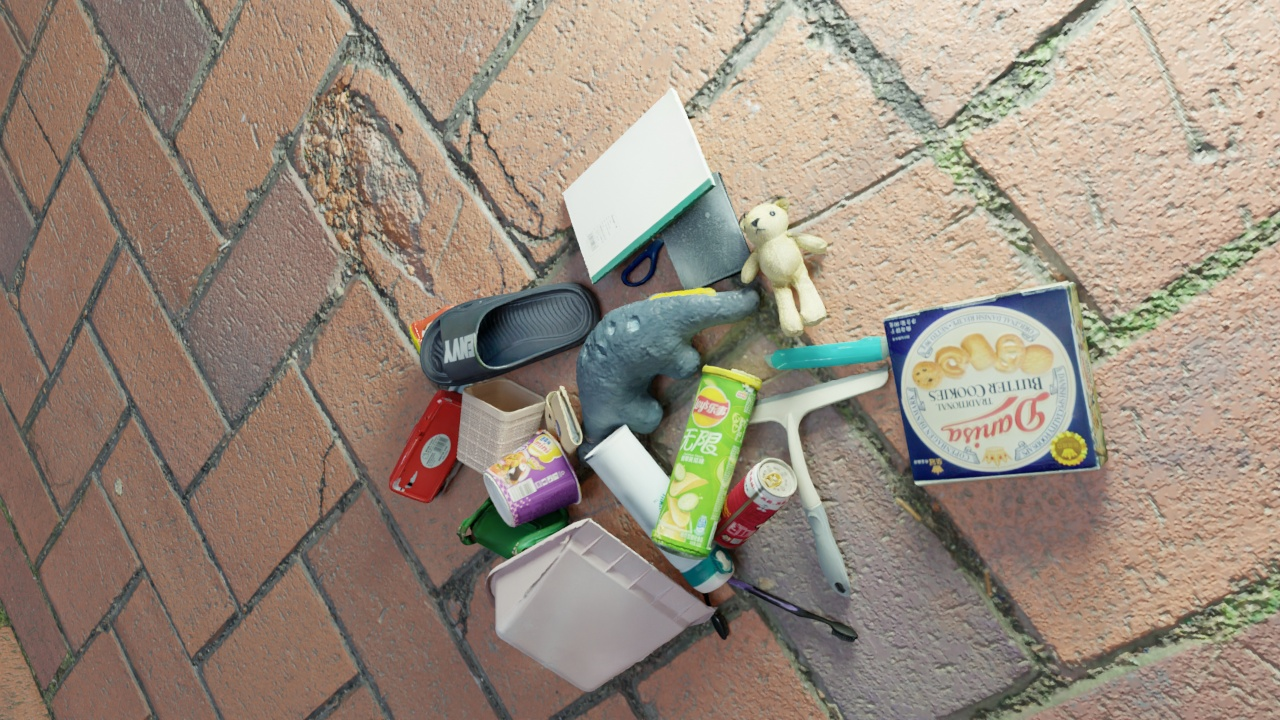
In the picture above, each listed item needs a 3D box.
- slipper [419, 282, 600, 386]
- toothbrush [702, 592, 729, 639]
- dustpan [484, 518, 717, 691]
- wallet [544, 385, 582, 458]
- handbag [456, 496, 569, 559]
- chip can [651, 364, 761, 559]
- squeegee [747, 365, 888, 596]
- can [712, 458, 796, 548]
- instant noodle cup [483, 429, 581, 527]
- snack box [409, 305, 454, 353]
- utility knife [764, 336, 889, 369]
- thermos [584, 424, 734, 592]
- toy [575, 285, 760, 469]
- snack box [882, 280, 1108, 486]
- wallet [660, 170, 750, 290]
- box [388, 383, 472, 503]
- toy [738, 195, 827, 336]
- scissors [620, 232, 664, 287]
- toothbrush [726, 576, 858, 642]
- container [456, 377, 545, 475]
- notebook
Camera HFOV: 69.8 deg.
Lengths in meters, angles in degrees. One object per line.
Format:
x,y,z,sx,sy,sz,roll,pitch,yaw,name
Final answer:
-0.187,-0.038,1.213,0.268,0.083,0.110,-16,89,17,slipper
0.071,0.264,1.168,0.014,0.016,0.189,-34,76,42,toothbrush
-0.079,0.303,1.195,0.274,0.138,0.222,-42,112,13,dustpan
-0.107,0.085,1.217,0.115,0.024,0.087,126,130,-67,wallet
-0.169,0.232,1.259,0.131,0.120,0.068,19,113,29,handbag
0.075,0.118,1.060,0.073,0.072,0.221,14,83,32,chip can
0.196,0.156,1.049,0.247,0.039,0.246,-17,88,35,squeegee
0.128,0.166,1.061,0.053,0.053,0.133,51,140,17,can
-0.148,0.163,1.221,0.111,0.099,0.112,50,156,32,instant noodle cup
-0.272,-0.030,1.313,0.080,0.081,0.091,-31,82,23,snack box
0.210,-0.007,1.030,0.162,0.013,0.029,-6,91,37,utility knife
0.028,0.184,1.122,0.073,0.073,0.224,-39,92,32,thermos
-0.007,0.007,1.141,0.138,0.091,0.357,37,121,-7,toy
0.352,0.027,0.919,0.178,0.045,0.182,-11,90,35,snack box
0.074,-0.150,1.089,0.097,0.019,0.121,-21,92,30,wallet
-0.297,0.116,1.373,0.094,0.091,0.202,24,118,-18,box
0.157,-0.103,1.018,0.105,0.066,0.157,-25,76,29,toy
0.031,-0.149,1.129,0.174,0.012,0.128,-3,94,33,scissors
0.173,0.295,1.103,0.189,0.014,0.017,18,131,32,toothbrush
-0.197,0.097,1.277,0.090,0.090,0.111,24,113,29,container
-0.009,-0.209,1.119,0.210,0.012,0.150,-36,60,32,notebook
